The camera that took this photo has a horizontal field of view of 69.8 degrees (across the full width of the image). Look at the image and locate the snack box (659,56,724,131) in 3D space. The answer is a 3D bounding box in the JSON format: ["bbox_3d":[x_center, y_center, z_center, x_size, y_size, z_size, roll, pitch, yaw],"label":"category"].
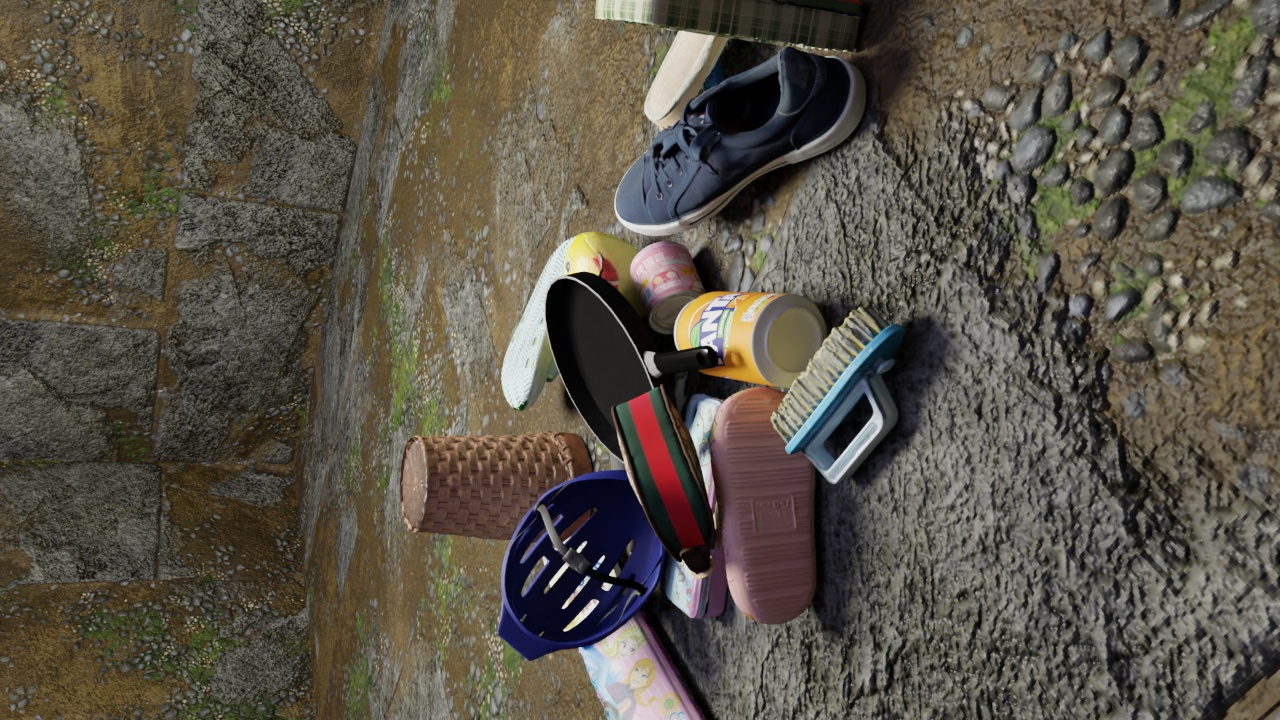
[{"bbox_3d":[0.059,-0.239,0.963,0.087,0.034,0.151,-41,52,52],"label":"snack box"}]

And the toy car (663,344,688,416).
[{"bbox_3d":[0.035,0.027,0.973,0.039,0.027,0.090,37,121,59],"label":"toy car"}]

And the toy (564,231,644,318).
[{"bbox_3d":[-0.045,-0.084,1.079,0.208,0.092,0.134,171,84,-70],"label":"toy"}]

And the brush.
[{"bbox_3d":[0.164,0.026,0.709,0.075,0.055,0.136,49,132,25],"label":"brush"}]

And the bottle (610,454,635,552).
[{"bbox_3d":[-0.013,0.161,1.038,0.030,0.030,0.112,-41,51,52],"label":"bottle"}]

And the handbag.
[{"bbox_3d":[0.030,0.108,0.806,0.138,0.063,0.166,62,-174,-47],"label":"handbag"}]

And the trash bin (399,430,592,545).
[{"bbox_3d":[-0.185,0.163,1.169,0.152,0.209,0.151,-14,74,60],"label":"trash bin"}]

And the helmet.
[{"bbox_3d":[-0.044,0.180,0.897,0.148,0.240,0.228,38,152,6],"label":"helmet"}]

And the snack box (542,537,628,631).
[{"bbox_3d":[-0.063,0.252,1.052,0.082,0.026,0.150,-38,27,2],"label":"snack box"}]

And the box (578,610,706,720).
[{"bbox_3d":[0.020,0.360,0.938,0.084,0.077,0.230,-42,36,0],"label":"box"}]

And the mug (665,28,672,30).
[{"bbox_3d":[0.044,-0.423,0.978,0.112,0.084,0.104,-32,66,39],"label":"mug"}]

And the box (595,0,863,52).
[{"bbox_3d":[0.074,-0.295,0.767,0.117,0.205,0.050,-140,52,-59],"label":"box"}]

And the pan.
[{"bbox_3d":[-0.005,0.006,0.923,0.357,0.034,0.225,-10,105,64],"label":"pan"}]

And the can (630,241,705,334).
[{"bbox_3d":[0.030,-0.077,0.957,0.067,0.067,0.076,-57,39,41],"label":"can"}]

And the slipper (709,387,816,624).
[{"bbox_3d":[0.096,0.123,0.786,0.082,0.093,0.197,146,124,-68],"label":"slipper"}]

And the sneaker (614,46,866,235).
[{"bbox_3d":[0.050,-0.195,0.829,0.295,0.127,0.120,-21,65,49],"label":"sneaker"}]

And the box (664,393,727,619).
[{"bbox_3d":[0.061,0.141,0.898,0.076,0.036,0.214,13,98,62],"label":"box"}]

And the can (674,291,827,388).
[{"bbox_3d":[0.094,-0.021,0.816,0.143,0.079,0.079,10,95,62],"label":"can"}]

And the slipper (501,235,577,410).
[{"bbox_3d":[-0.111,-0.045,1.215,0.104,0.074,0.245,15,83,63],"label":"slipper"}]

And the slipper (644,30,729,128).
[{"bbox_3d":[0.070,-0.358,0.893,0.273,0.054,0.114,-62,22,16],"label":"slipper"}]
